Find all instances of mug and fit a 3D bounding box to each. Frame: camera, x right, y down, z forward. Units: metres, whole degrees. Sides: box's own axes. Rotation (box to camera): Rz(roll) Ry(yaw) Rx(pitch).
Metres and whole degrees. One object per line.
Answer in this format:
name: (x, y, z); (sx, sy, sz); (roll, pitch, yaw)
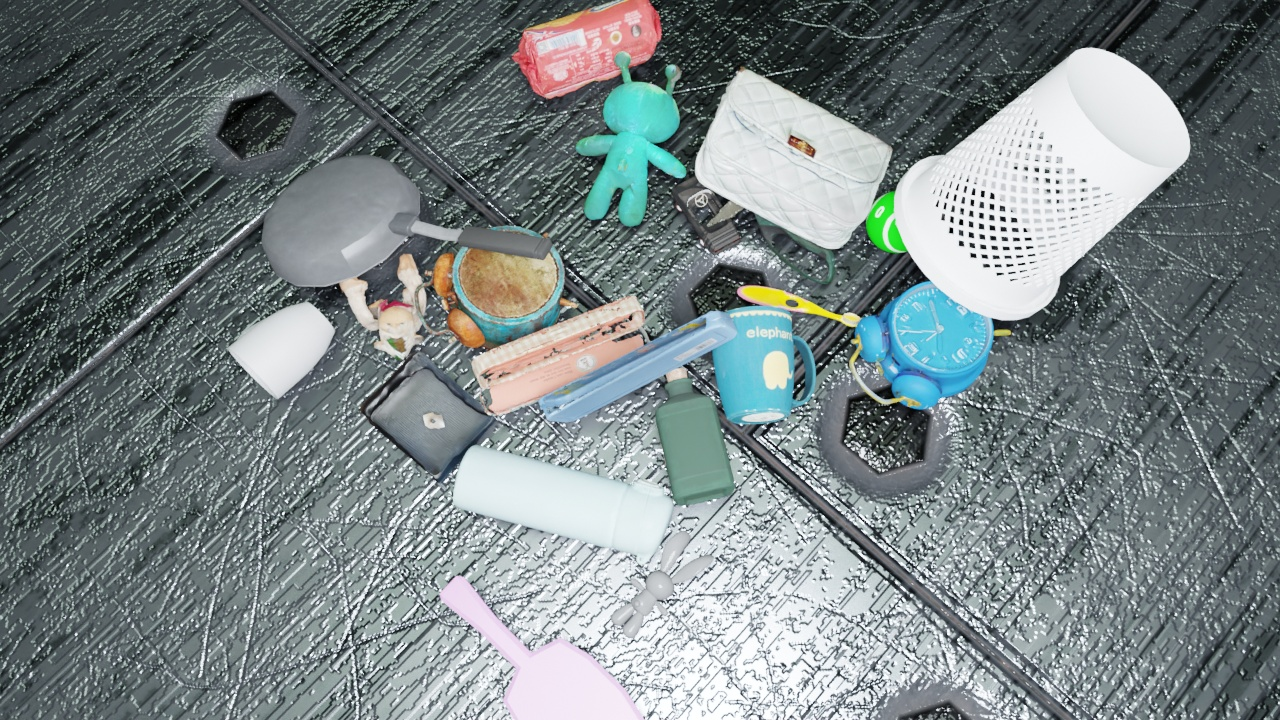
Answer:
mug: (0.128, 0.009, 0.923); (0.112, 0.085, 0.104); (5, 73, -26)
mug: (-0.380, -0.022, 0.965); (0.107, 0.071, 0.089); (26, 62, 40)

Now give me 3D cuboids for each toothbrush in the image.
toothbrush: (0.168, -0.058, 0.970); (0.135, 0.016, 0.021); (16, 77, 8)

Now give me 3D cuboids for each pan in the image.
pan: (-0.248, -0.142, 0.946); (0.358, 0.041, 0.178); (12, 58, 25)

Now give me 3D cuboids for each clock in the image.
clock: (-0.156, -0.069, 0.958); (0.157, 0.073, 0.121); (-18, 71, -16)
clock: (0.284, -0.014, 0.925); (0.161, 0.060, 0.117); (-35, 74, -12)

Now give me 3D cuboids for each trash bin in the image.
trash bin: (0.382, -0.172, 0.868); (0.195, 0.200, 0.195); (11, 59, -19)

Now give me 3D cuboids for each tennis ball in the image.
tennis ball: (0.272, -0.146, 0.970); (0.065, 0.065, 0.065); (-1, 71, 2)

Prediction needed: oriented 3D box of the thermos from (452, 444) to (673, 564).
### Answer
thermos: (-0.073, 0.136, 0.889); (0.207, 0.065, 0.078); (13, 91, 7)

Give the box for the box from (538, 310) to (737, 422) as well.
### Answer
box: (-0.006, 0.003, 0.896); (0.210, 0.065, 0.037); (-29, 74, 19)

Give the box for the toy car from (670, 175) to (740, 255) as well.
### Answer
toy car: (0.071, -0.160, 0.999); (0.040, 0.037, 0.092); (-29, 72, -7)

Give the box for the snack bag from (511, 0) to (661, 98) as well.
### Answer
snack bag: (-0.058, -0.361, 1.057); (0.176, 0.082, 0.082); (-19, 71, -4)

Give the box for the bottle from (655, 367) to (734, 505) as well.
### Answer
bottle: (0.049, 0.071, 0.907); (0.061, 0.061, 0.131); (-13, 71, 1)

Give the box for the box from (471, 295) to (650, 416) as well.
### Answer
box: (-0.079, -0.004, 0.934); (0.187, 0.085, 0.048); (-23, 46, -12)

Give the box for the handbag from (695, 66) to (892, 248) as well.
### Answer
handbag: (0.165, -0.218, 0.972); (0.195, 0.073, 0.138); (26, 65, -5)

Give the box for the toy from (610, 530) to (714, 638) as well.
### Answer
toy: (0.018, 0.215, 0.876); (0.111, 0.030, 0.049); (-46, 60, -7)

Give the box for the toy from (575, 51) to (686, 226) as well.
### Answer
toy: (-0.009, -0.245, 1.020); (0.131, 0.072, 0.193); (13, 81, 7)

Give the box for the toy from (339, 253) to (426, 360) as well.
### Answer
toy: (-0.263, -0.046, 0.955); (0.085, 0.074, 0.105); (-13, 61, -8)

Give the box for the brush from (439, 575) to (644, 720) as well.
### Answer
brush: (-0.097, 0.287, 0.849); (0.228, 0.043, 0.089); (41, 77, 15)

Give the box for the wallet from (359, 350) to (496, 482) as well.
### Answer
wallet: (-0.218, 0.058, 0.943); (0.115, 0.026, 0.089); (39, 76, 14)

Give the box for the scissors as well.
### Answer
scissors: (0.159, -0.187, 1.008); (0.201, 0.015, 0.201); (40, 67, 2)
